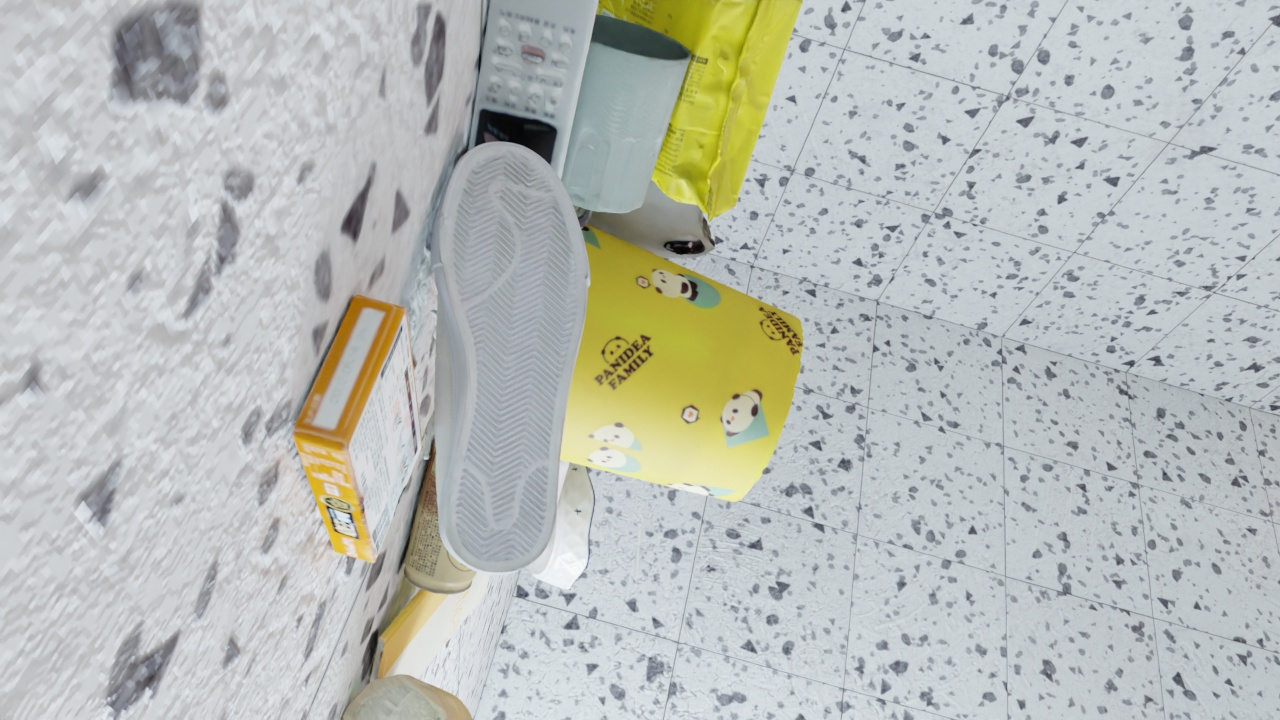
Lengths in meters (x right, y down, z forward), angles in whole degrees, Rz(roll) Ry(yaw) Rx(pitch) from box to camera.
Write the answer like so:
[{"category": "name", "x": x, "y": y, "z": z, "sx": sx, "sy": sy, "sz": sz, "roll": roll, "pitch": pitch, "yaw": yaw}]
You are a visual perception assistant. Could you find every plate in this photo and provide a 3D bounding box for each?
[{"category": "plate", "x": -0.115, "y": 0.185, "z": 1.165, "sx": 0.205, "sy": 0.045, "sz": 0.205, "roll": -178, "pitch": -90, "yaw": -66}]

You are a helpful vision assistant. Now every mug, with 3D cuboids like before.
[{"category": "mug", "x": -0.188, "y": 0.300, "z": 0.690, "sx": 0.124, "sy": 0.084, "sz": 0.104, "roll": -46, "pitch": 161, "yaw": -20}, {"category": "mug", "x": -0.040, "y": -0.158, "z": 0.579, "sx": 0.083, "sy": 0.123, "sz": 0.104, "roll": 57, "pitch": -42, "yaw": 46}]

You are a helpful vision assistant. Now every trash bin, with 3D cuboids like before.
[{"category": "trash bin", "x": -0.005, "y": 0.005, "z": 0.842, "sx": 0.229, "sy": 0.255, "sz": 0.229, "roll": -163, "pitch": -88, "yaw": -85}]

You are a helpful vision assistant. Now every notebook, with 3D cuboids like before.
[{"category": "notebook", "x": -0.177, "y": 0.222, "z": 0.808, "sx": 0.205, "sy": 0.010, "sz": 0.146, "roll": -51, "pitch": 162, "yaw": -57}]

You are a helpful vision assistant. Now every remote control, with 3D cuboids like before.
[{"category": "remote control", "x": -0.065, "y": -0.154, "z": 0.529, "sx": 0.021, "sy": 0.058, "sz": 0.150, "roll": -80, "pitch": -175, "yaw": -58}]

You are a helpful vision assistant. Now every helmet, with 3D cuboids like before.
[{"category": "helmet", "x": -0.005, "y": -0.213, "z": 0.893, "sx": 0.259, "sy": 0.146, "sz": 0.229, "roll": 159, "pitch": -69, "yaw": -84}]

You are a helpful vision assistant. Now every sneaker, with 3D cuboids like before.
[{"category": "sneaker", "x": -0.080, "y": -0.002, "z": 0.537, "sx": 0.091, "sy": 0.089, "sz": 0.242, "roll": 157, "pitch": -65, "yaw": -76}]

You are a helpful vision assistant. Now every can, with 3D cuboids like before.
[{"category": "can", "x": -0.145, "y": 0.118, "z": 0.717, "sx": 0.058, "sy": 0.058, "sz": 0.116, "roll": -79, "pitch": -175, "yaw": -79}]

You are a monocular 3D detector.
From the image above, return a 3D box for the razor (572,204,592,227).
[{"category": "razor", "x": -0.068, "y": -0.156, "z": 0.766, "sx": 0.068, "sy": 0.062, "sz": 0.167, "roll": -56, "pitch": -163, "yaw": 18}]

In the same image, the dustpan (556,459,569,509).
[{"category": "dustpan", "x": -0.181, "y": 0.123, "z": 1.093, "sx": 0.273, "sy": 0.138, "sz": 0.223, "roll": -124, "pitch": -139, "yaw": -51}]

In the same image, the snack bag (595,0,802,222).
[{"category": "snack bag", "x": 0.007, "y": -0.226, "z": 0.670, "sx": 0.246, "sy": 0.068, "sz": 0.158, "roll": 47, "pitch": -49, "yaw": 42}]

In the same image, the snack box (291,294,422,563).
[{"category": "snack box", "x": -0.135, "y": 0.041, "z": 0.456, "sx": 0.154, "sy": 0.026, "sz": 0.075, "roll": 107, "pitch": -2, "yaw": -58}]
